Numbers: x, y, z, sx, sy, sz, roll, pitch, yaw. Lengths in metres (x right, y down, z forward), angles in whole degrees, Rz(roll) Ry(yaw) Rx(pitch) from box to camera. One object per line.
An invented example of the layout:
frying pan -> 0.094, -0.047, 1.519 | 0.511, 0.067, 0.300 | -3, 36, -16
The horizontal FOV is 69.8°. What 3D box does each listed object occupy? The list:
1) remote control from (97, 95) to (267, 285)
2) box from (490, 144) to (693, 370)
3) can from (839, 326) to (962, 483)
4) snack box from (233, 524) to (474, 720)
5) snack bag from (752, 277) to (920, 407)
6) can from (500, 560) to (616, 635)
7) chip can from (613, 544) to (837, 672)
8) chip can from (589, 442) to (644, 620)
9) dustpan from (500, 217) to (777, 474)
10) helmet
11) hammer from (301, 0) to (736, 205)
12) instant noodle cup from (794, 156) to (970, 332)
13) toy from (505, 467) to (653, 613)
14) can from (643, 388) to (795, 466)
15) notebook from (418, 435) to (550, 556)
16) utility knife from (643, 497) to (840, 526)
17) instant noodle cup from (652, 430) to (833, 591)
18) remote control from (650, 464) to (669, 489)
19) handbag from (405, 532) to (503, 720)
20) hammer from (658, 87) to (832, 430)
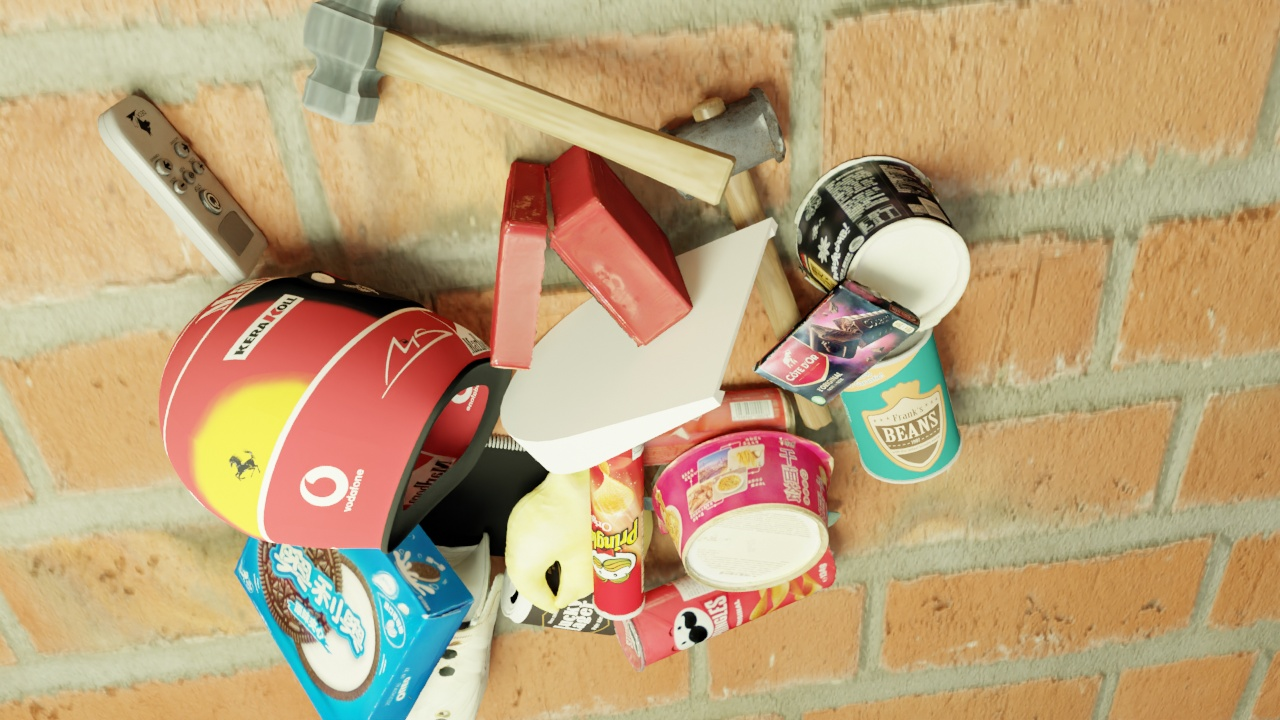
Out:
remote control -> -0.351, -0.134, 0.713 | 0.019, 0.074, 0.151 | -27, 120, 10
box -> -0.038, -0.089, 0.731 | 0.156, 0.157, 0.147 | 1, 121, -6
can -> 0.239, 0.030, 0.867 | 0.099, 0.099, 0.144 | -22, 121, 6
snack box -> -0.272, 0.208, 0.846 | 0.056, 0.239, 0.196 | -4, 131, -52
snack bag -> 0.162, -0.012, 0.774 | 0.074, 0.018, 0.156 | 27, 146, -7
can -> -0.076, 0.246, 0.964 | 0.128, 0.072, 0.072 | 16, 118, -26
chip can -> 0.089, 0.244, 0.954 | 0.232, 0.073, 0.073 | -17, 123, -20
chip can -> -0.022, 0.141, 0.853 | 0.052, 0.051, 0.215 | -3, 117, -5
dustpan -> -0.004, 0.004, 0.755 | 0.258, 0.191, 0.053 | -18, 126, 39
helmet -> -0.253, 0.031, 0.740 | 0.224, 0.270, 0.198 | 24, 107, 3
hammer -> -0.087, -0.186, 0.659 | 0.323, 0.051, 0.117 | 22, 108, 6
instant noodle cup -> 0.209, -0.092, 0.783 | 0.137, 0.112, 0.137 | -3, 120, -5
toy -> -0.057, 0.165, 0.913 | 0.170, 0.065, 0.155 | -15, 108, -31
can -> 0.060, 0.065, 0.885 | 0.170, 0.067, 0.067 | -4, 121, -5
notebook -> -0.184, 0.135, 0.928 | 0.206, 0.016, 0.149 | 8, 120, -11
utility knife -> 0.102, 0.156, 0.945 | 0.224, 0.015, 0.031 | 8, 119, -18
instant noodle cup -> 0.104, 0.153, 0.876 | 0.178, 0.077, 0.179 | -4, 135, -4
remote control -> 0.087, 0.135, 0.955 | 0.143, 0.024, 0.050 | 17, 117, -17
handbag -> -0.195, 0.284, 0.936 | 0.096, 0.141, 0.199 | 5, 127, -12
hammer -> 0.114, -0.073, 0.806 | 0.098, 0.052, 0.328 | -22, 117, 6
